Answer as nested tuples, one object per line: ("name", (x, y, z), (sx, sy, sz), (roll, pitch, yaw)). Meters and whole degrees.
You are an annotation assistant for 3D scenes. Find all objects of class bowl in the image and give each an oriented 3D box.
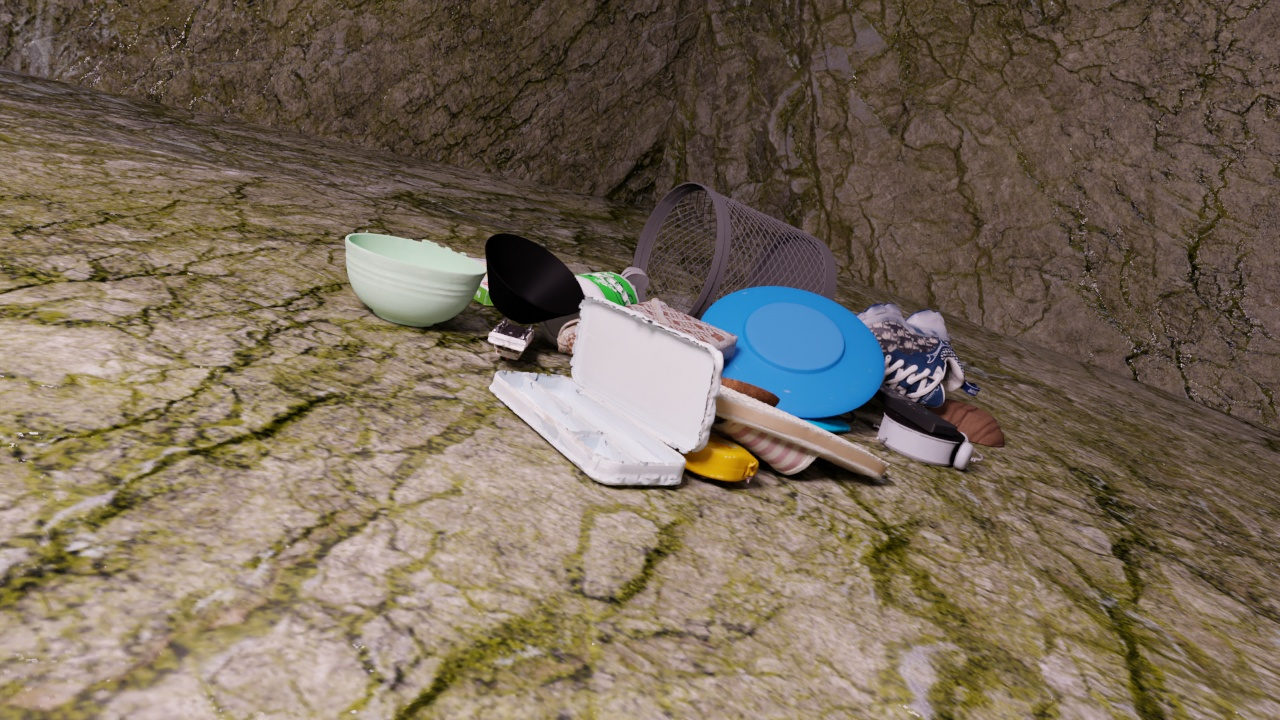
("bowl", (-0.249, -0.083, 0.993), (0.151, 0.077, 0.150), (16, 13, -4))
("bowl", (0.085, 0.044, 0.938), (0.102, 0.026, 0.114), (22, -17, -29))
("bowl", (-0.127, -0.077, 1.000), (0.124, 0.053, 0.123), (30, 30, -19))
("bowl", (0.444, 0.079, 1.257), (0.119, 0.032, 0.119), (15, 13, -4))

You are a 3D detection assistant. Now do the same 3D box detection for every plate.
("plate", (0.180, -0.023, 1.083), (0.224, 0.024, 0.223), (4, 44, -4))

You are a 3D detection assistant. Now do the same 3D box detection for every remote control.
("remote control", (0.315, 0.055, 1.086), (0.034, 0.013, 0.150), (11, 14, -22))

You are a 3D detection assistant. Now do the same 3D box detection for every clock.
("clock", (0.336, 0.093, 1.066), (0.123, 0.035, 0.094), (19, 13, 7))

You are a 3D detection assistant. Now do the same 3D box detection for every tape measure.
("tape measure", (0.062, 0.084, 0.779), (0.058, 0.030, 0.068), (5, 11, -42))

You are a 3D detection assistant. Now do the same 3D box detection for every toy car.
("toy car", (-0.134, -0.018, 0.945), (0.039, 0.039, 0.113), (16, 8, -4))

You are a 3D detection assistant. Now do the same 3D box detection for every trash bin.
("trash bin", (0.139, -0.123, 1.351), (0.227, 0.218, 0.218), (13, 13, -30))

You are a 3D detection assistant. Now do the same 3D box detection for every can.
("can", (-0.061, -0.061, 1.108), (0.088, 0.088, 0.139), (20, 14, 16))

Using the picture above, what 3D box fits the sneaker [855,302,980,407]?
("sneaker", (0.349, 0.007, 1.214), (0.268, 0.103, 0.132), (-2, 51, -43))

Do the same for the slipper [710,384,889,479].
("slipper", (0.122, 0.071, 0.862), (0.262, 0.052, 0.115), (22, 2, -29))

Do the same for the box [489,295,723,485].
("box", (-0.040, 0.019, 0.779), (0.105, 0.129, 0.211), (5, 12, -38))

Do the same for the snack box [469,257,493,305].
("snack box", (-0.206, -0.109, 1.266), (0.131, 0.027, 0.168), (2, 20, -45))

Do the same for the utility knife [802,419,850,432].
("utility knife", (0.171, 0.071, 0.999), (0.031, 0.015, 0.220), (23, 11, 41))

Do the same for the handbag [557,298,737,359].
("handbag", (0.010, -0.023, 1.001), (0.124, 0.047, 0.185), (28, 29, 28))

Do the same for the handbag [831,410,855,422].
("handbag", (0.187, 0.022, 1.162), (0.196, 0.072, 0.175), (37, 21, 28))

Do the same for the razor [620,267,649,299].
("razor", (-0.001, -0.056, 1.228), (0.047, 0.088, 0.116), (4, 37, -41))
